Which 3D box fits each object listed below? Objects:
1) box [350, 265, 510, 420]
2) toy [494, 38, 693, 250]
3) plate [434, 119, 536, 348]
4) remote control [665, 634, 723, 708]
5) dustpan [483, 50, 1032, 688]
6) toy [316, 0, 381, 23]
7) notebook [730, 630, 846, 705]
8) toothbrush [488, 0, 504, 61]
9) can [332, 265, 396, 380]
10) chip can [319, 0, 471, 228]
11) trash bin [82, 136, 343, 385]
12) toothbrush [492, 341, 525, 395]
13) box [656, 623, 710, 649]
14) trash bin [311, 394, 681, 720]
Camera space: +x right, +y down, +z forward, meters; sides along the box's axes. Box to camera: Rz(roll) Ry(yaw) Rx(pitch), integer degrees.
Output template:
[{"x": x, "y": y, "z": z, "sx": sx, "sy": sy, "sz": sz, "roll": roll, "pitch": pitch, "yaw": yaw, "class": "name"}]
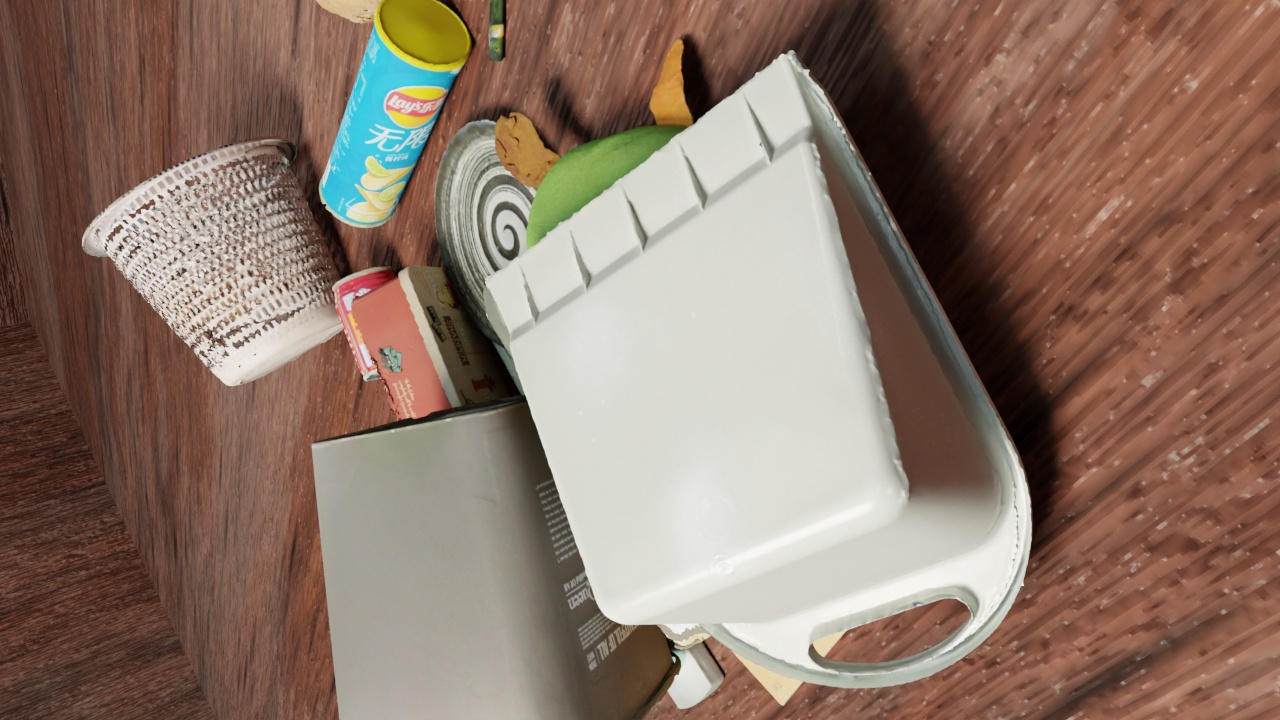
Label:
[{"x": -0.173, "y": 0.014, "z": 0.768, "sx": 0.080, "sy": 0.091, "sz": 0.168, "roll": -24, "pitch": 86, "yaw": 18, "class": "box"}, {"x": -0.001, "y": -0.075, "z": 0.542, "sx": 0.247, "sy": 0.089, "sz": 0.227, "roll": 11, "pitch": 100, "yaw": 44, "class": "toy"}, {"x": -0.103, "y": -0.094, "z": 0.709, "sx": 0.180, "sy": 0.024, "sz": 0.180, "roll": 23, "pitch": 121, "yaw": 44, "class": "plate"}, {"x": 0.010, "y": 0.199, "z": 0.701, "sx": 0.135, "sy": 0.019, "sz": 0.056, "roll": 55, "pitch": 139, "yaw": 18, "class": "remote control"}, {"x": 0.063, "y": 0.035, "z": 0.460, "sx": 0.223, "sy": 0.142, "sz": 0.257, "roll": -31, "pitch": 61, "yaw": 32, "class": "dustpan"}, {"x": -0.218, "y": -0.373, "z": 0.685, "sx": 0.143, "sy": 0.082, "sz": 0.226, "roll": 27, "pitch": 122, "yaw": 35, "class": "toy"}, {"x": 0.049, "y": 0.116, "z": 0.615, "sx": 0.211, "sy": 0.012, "sz": 0.150, "roll": 44, "pitch": 137, "yaw": 23, "class": "notebook"}, {"x": -0.099, "y": -0.297, "z": 0.618, "sx": 0.012, "sy": 0.017, "sz": 0.186, "roll": 37, "pitch": 132, "yaw": 43, "class": "toothbrush"}, {"x": -0.246, "y": -0.036, "z": 0.869, "sx": 0.067, "sy": 0.066, "sz": 0.094, "roll": -25, "pitch": 86, "yaw": 52, "class": "can"}, {"x": -0.205, "y": -0.195, "z": 0.748, "sx": 0.071, "sy": 0.071, "sz": 0.211, "roll": 61, "pitch": 141, "yaw": 12, "class": "chip can"}, {"x": -0.409, "y": -0.090, "z": 0.944, "sx": 0.228, "sy": 0.226, "sz": 0.192, "roll": -24, "pitch": 99, "yaw": 52, "class": "trash bin"}, {"x": -0.087, "y": 0.034, "z": 0.748, "sx": 0.189, "sy": 0.029, "sz": 0.020, "roll": 60, "pitch": -179, "yaw": 15, "class": "toothbrush"}, {"x": 0.067, "y": 0.087, "z": 0.527, "sx": 0.185, "sy": 0.061, "sz": 0.089, "roll": -42, "pitch": 73, "yaw": 33, "class": "box"}, {"x": -0.101, "y": 0.140, "z": 0.620, "sx": 0.199, "sy": 0.198, "sz": 0.220, "roll": -10, "pitch": 91, "yaw": 22, "class": "trash bin"}]
